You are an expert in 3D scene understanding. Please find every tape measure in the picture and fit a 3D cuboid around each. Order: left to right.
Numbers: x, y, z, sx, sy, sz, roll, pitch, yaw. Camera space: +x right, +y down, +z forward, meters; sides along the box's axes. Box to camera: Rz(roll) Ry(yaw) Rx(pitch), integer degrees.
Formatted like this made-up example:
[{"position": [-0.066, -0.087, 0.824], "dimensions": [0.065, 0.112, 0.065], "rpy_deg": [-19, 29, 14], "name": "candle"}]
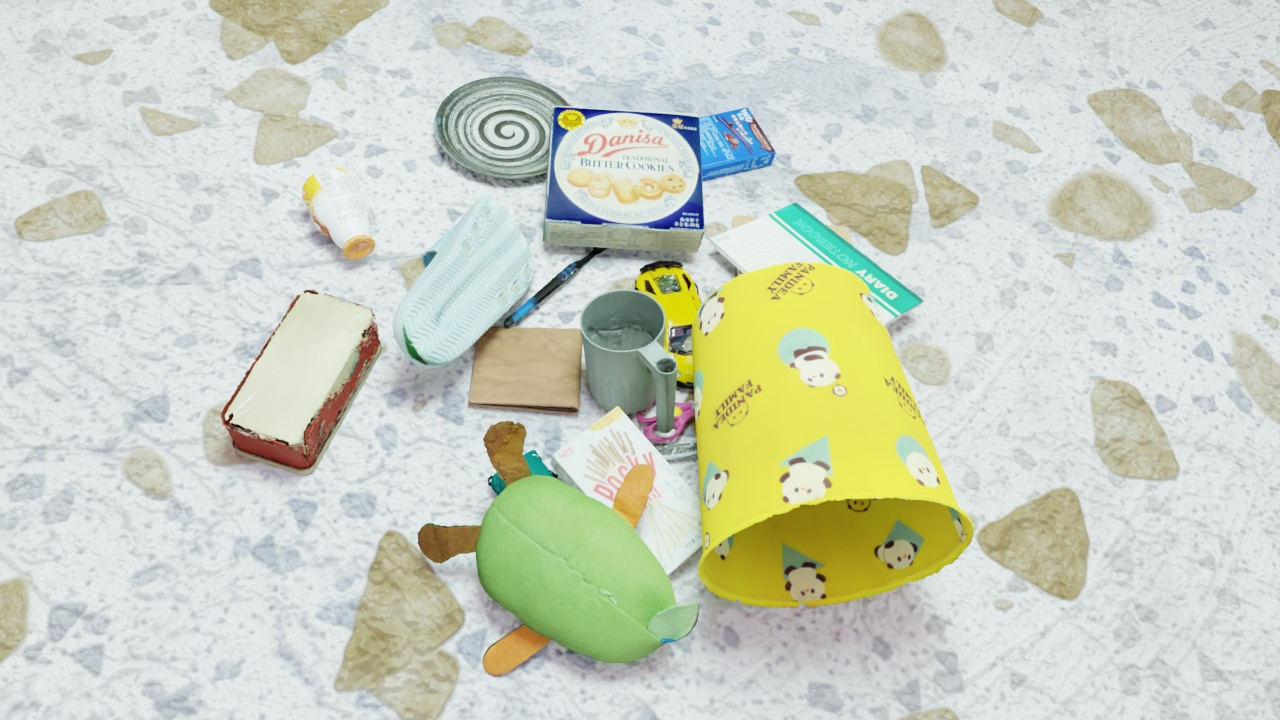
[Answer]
[{"position": [-0.111, 0.118, 0.883], "dimensions": [0.058, 0.025, 0.054], "rpy_deg": [-32, 66, -25], "name": "tape measure"}]

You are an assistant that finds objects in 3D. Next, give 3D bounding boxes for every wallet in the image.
[{"position": [-0.118, 0.008, 0.959], "dimensions": [0.115, 0.020, 0.101], "rpy_deg": [3, 55, -4], "name": "wallet"}]

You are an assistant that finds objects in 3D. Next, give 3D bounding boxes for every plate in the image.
[{"position": [-0.165, -0.285, 1.140], "dimensions": [0.179, 0.024, 0.179], "rpy_deg": [5, 56, -8], "name": "plate"}]

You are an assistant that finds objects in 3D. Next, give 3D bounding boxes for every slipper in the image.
[{"position": [-0.188, -0.078, 0.960], "dimensions": [0.104, 0.074, 0.244], "rpy_deg": [53, 39, -24], "name": "slipper"}]

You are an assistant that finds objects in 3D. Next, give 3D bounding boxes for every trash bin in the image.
[{"position": [0.152, 0.065, 0.841], "dimensions": [0.229, 0.230, 0.254], "rpy_deg": [0, 55, -9], "name": "trash bin"}]

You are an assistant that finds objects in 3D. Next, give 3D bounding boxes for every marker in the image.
[{"position": [0.028, 0.093, 0.926], "dimensions": [0.145, 0.017, 0.016], "rpy_deg": [-6, 58, -12], "name": "marker"}]

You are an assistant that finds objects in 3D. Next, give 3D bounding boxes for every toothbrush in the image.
[{"position": [-0.089, -0.094, 1.025], "dimensions": [0.014, 0.016, 0.189], "rpy_deg": [33, 54, 18], "name": "toothbrush"}]

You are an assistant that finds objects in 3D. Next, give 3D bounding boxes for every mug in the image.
[{"position": [-0.005, 0.005, 0.914], "dimensions": [0.083, 0.104, 0.124], "rpy_deg": [-28, 55, -21], "name": "mug"}]

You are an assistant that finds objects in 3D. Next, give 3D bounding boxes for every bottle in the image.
[{"position": [-0.327, -0.160, 1.007], "dimensions": [0.063, 0.063, 0.108], "rpy_deg": [-22, 63, -22], "name": "bottle"}]

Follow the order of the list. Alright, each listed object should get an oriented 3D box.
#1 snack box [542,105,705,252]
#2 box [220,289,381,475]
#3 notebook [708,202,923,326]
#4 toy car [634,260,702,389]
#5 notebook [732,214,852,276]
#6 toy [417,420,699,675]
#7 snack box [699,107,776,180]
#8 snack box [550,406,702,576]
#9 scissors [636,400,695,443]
[{"position": [-0.020, -0.215, 1.076], "dimensions": [0.178, 0.046, 0.182], "rpy_deg": [2, 61, -5], "name": "snack box"}, {"position": [-0.322, 0.015, 0.886], "dimensions": [0.091, 0.077, 0.168], "rpy_deg": [17, 57, 3], "name": "box"}, {"position": [0.201, -0.101, 1.057], "dimensions": [0.150, 0.012, 0.209], "rpy_deg": [-27, 58, -30], "name": "notebook"}, {"position": [0.042, -0.041, 1.002], "dimensions": [0.071, 0.041, 0.155], "rpy_deg": [-9, 60, -14], "name": "toy car"}, {"position": [0.185, -0.092, 1.060], "dimensions": [0.148, 0.008, 0.207], "rpy_deg": [5, 48, -6], "name": "notebook"}, {"position": [-0.068, 0.177, 0.810], "dimensions": [0.247, 0.090, 0.227], "rpy_deg": [37, 85, 7], "name": "toy"}, {"position": [0.084, -0.271, 1.166], "dimensions": [0.157, 0.026, 0.084], "rpy_deg": [-16, 63, -18], "name": "snack box"}, {"position": [-0.005, 0.128, 0.879], "dimensions": [0.084, 0.027, 0.157], "rpy_deg": [-37, 77, -24], "name": "snack box"}, {"position": [0.060, 0.047, 0.960], "dimensions": [0.133, 0.017, 0.057], "rpy_deg": [-20, 55, -18], "name": "scissors"}]
